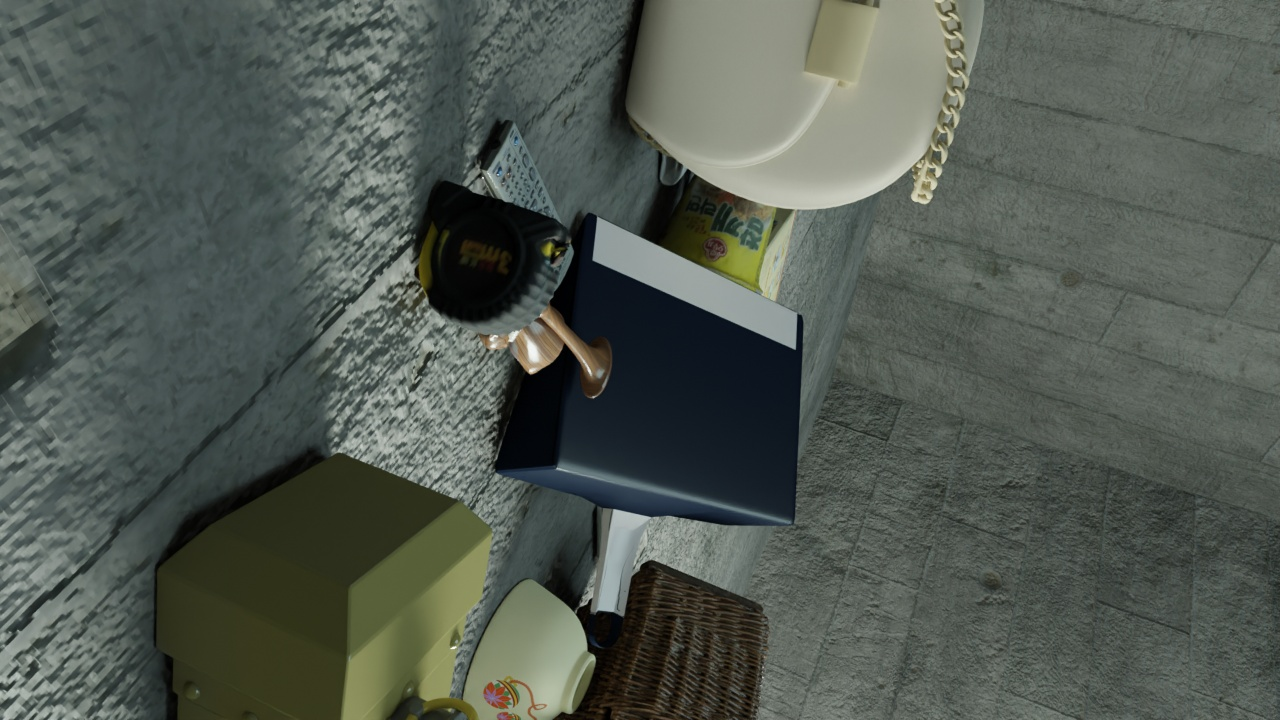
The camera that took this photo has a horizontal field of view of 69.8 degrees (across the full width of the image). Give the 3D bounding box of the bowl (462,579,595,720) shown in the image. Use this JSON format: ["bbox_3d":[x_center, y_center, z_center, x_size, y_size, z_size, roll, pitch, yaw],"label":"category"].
[{"bbox_3d":[-0.079,0.244,0.732,0.118,0.074,0.118,20,89,-75],"label":"bowl"}]

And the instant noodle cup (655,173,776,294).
[{"bbox_3d":[0.071,-0.119,0.762,0.108,0.102,0.102,-69,165,4],"label":"instant noodle cup"}]

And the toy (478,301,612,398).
[{"bbox_3d":[-0.057,-0.014,0.531,0.102,0.055,0.041,52,43,-63],"label":"toy"}]

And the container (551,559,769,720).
[{"bbox_3d":[0.008,0.305,0.831,0.251,0.162,0.182,-47,-158,58],"label":"container"}]

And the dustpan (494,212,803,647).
[{"bbox_3d":[0.009,0.068,0.664,0.236,0.080,0.272,20,68,-39],"label":"dustpan"}]

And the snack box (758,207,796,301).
[{"bbox_3d":[0.125,-0.073,1.102,0.152,0.055,0.208,-52,155,-51],"label":"snack box"}]

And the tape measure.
[{"bbox_3d":[-0.070,-0.044,0.436,0.038,0.067,0.062,28,81,-74],"label":"tape measure"}]

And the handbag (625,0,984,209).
[{"bbox_3d":[0.105,-0.208,0.582,0.103,0.209,0.211,-44,149,-65],"label":"handbag"}]

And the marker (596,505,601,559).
[{"bbox_3d":[-0.031,0.184,0.921,0.126,0.025,0.025,93,22,-46],"label":"marker"}]

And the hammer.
[{"bbox_3d":[-0.026,0.183,0.364,0.100,0.325,0.190,-38,144,-63],"label":"hammer"}]

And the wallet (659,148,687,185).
[{"bbox_3d":[0.051,-0.203,0.738,0.086,0.032,0.116,90,24,-55],"label":"wallet"}]

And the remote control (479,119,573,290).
[{"bbox_3d":[-0.062,-0.082,0.521,0.136,0.013,0.033,70,41,-66],"label":"remote control"}]
